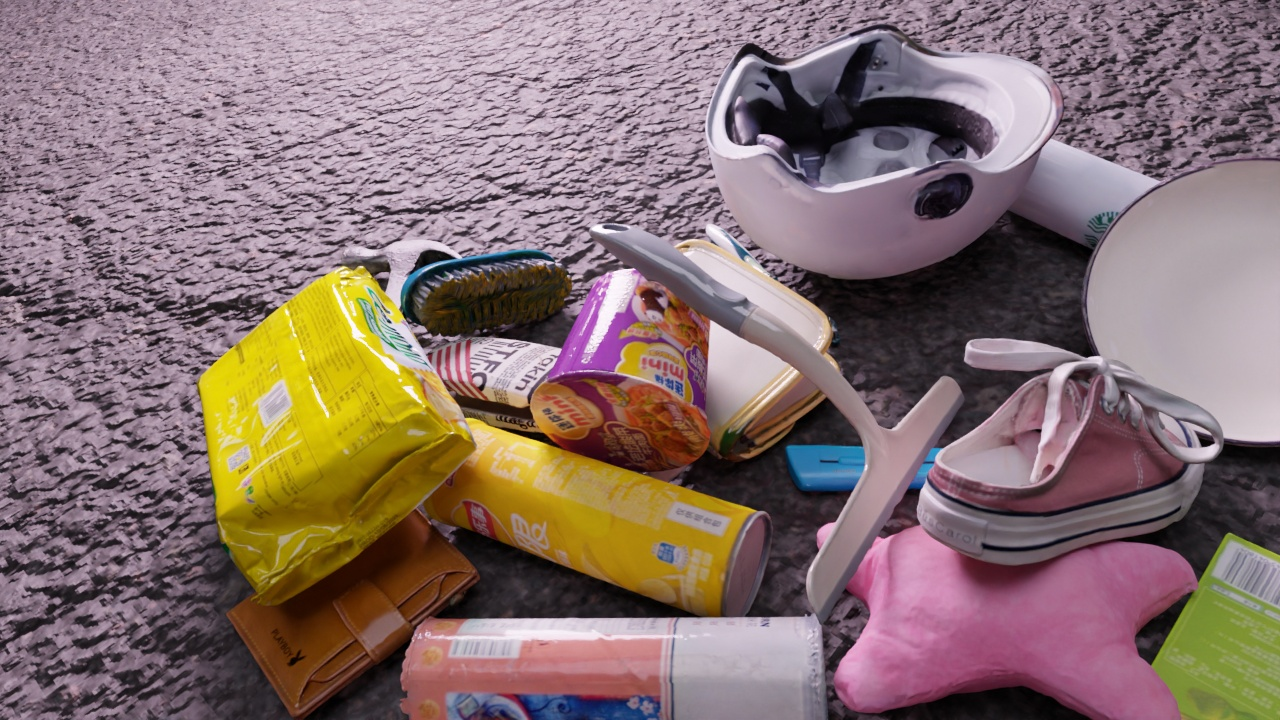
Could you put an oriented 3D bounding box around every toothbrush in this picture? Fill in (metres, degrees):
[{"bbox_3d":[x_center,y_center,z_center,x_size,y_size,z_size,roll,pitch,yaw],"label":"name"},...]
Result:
[{"bbox_3d":[0.104,-0.070,0.752,0.016,0.018,0.191,-25,44,-14],"label":"toothbrush"}]

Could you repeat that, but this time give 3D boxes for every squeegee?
[{"bbox_3d":[0.068,-0.014,0.536,0.246,0.039,0.245,41,41,11],"label":"squeegee"}]

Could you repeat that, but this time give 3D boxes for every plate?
[{"bbox_3d":[0.391,-0.036,0.591,0.193,0.039,0.192,-8,72,23],"label":"plate"}]

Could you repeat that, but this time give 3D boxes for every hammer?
[{"bbox_3d":[-0.214,0.007,0.728,0.126,0.032,0.322,-5,43,8],"label":"hammer"}]

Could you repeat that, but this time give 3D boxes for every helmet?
[{"bbox_3d":[0.182,-0.150,0.727,0.258,0.146,0.228,-6,44,-2],"label":"helmet"}]

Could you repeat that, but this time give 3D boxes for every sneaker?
[{"bbox_3d":[0.240,0.039,0.496,0.240,0.088,0.118,-7,23,-38],"label":"sneaker"}]

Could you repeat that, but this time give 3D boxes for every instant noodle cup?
[{"bbox_3d":[-0.003,0.003,0.588,0.112,0.112,0.099,4,52,16],"label":"instant noodle cup"}]

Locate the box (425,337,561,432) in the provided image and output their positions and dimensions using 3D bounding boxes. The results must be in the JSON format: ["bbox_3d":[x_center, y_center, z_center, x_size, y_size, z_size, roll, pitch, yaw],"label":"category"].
[{"bbox_3d":[-0.103,0.010,0.670,0.165,0.064,0.074,7,61,33],"label":"box"}]

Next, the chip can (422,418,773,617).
[{"bbox_3d":[-0.031,0.095,0.565,0.214,0.072,0.071,13,48,25],"label":"chip can"}]

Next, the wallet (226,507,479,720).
[{"bbox_3d":[-0.173,0.151,0.568,0.130,0.035,0.119,-37,42,-25],"label":"wallet"}]

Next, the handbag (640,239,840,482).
[{"bbox_3d":[0.034,0.013,0.659,0.178,0.063,0.163,-42,49,-10],"label":"handbag"}]

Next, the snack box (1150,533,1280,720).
[{"bbox_3d":[0.304,0.163,0.454,0.086,0.026,0.156,27,54,34],"label":"snack box"}]

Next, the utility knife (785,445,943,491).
[{"bbox_3d":[0.177,0.068,0.589,0.166,0.018,0.034,-1,43,9],"label":"utility knife"}]

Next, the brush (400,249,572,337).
[{"bbox_3d":[-0.129,-0.061,0.744,0.143,0.055,0.073,-15,33,-37],"label":"brush"}]

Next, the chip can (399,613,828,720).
[{"bbox_3d":[-0.012,0.169,0.481,0.215,0.071,0.071,-3,43,9],"label":"chip can"}]

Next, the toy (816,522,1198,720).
[{"bbox_3d":[0.194,0.121,0.490,0.195,0.075,0.178,0,31,10],"label":"toy"}]

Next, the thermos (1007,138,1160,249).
[{"bbox_3d":[0.375,-0.104,0.696,0.073,0.073,0.224,-31,46,-20],"label":"thermos"}]

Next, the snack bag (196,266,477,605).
[{"bbox_3d":[-0.214,0.035,0.605,0.158,0.068,0.246,-40,40,-4],"label":"snack bag"}]
